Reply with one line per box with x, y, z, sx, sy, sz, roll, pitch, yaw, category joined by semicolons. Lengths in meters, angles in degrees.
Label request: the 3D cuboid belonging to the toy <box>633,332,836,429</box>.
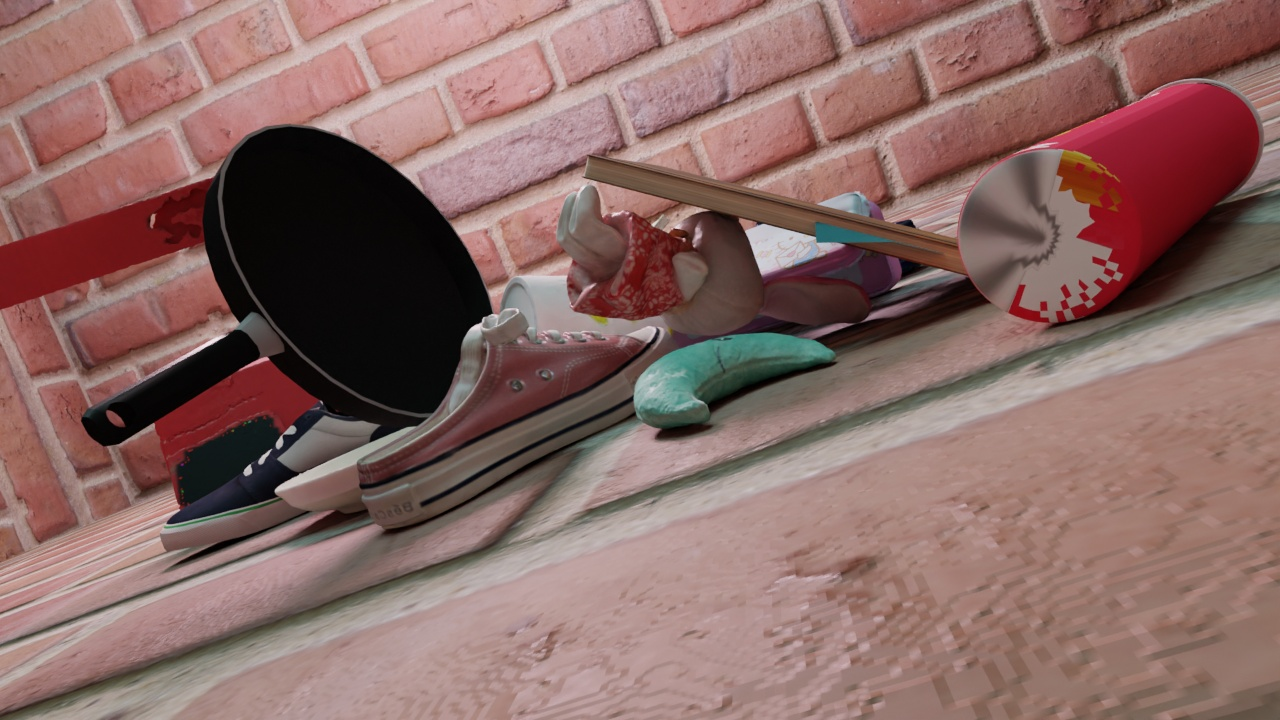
0.040;0.008;0.475;0.105;0.033;0.085;-23;15;-29;toy

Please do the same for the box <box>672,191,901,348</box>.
0.088;-0.067;0.721;0.215;0.077;0.096;-17;-21;34;box

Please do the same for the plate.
-0.162;0.069;0.649;0.182;0.034;0.182;-21;4;2;plate

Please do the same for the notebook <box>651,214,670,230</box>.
-0.077;-0.031;0.880;0.252;0.010;0.182;-50;10;-10;notebook

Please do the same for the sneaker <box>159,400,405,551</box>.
-0.282;0.083;0.755;0.235;0.079;0.084;-23;6;-9;sneaker

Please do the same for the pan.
-0.205;-0.032;0.566;0.034;0.225;0.355;-31;11;26;pan

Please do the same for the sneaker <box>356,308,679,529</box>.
-0.071;0.012;0.551;0.119;0.088;0.240;-17;7;45;sneaker

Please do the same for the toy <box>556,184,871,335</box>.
0.029;-0.058;0.575;0.194;0.084;0.159;11;8;-35;toy

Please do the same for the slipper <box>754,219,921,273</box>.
0.154;-0.101;0.851;0.104;0.095;0.253;-27;10;-31;slipper

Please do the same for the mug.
-0.041;-0.022;0.675;0.106;0.082;0.083;-2;-5;-28;mug

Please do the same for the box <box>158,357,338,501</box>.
-0.378;0.039;1.002;0.213;0.153;0.325;-23;20;-13;box

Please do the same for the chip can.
0.222;-0.081;0.418;0.069;0.069;0.219;-16;7;47;chip can

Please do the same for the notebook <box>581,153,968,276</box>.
0.103;-0.086;0.552;0.249;0.014;0.178;17;14;14;notebook
